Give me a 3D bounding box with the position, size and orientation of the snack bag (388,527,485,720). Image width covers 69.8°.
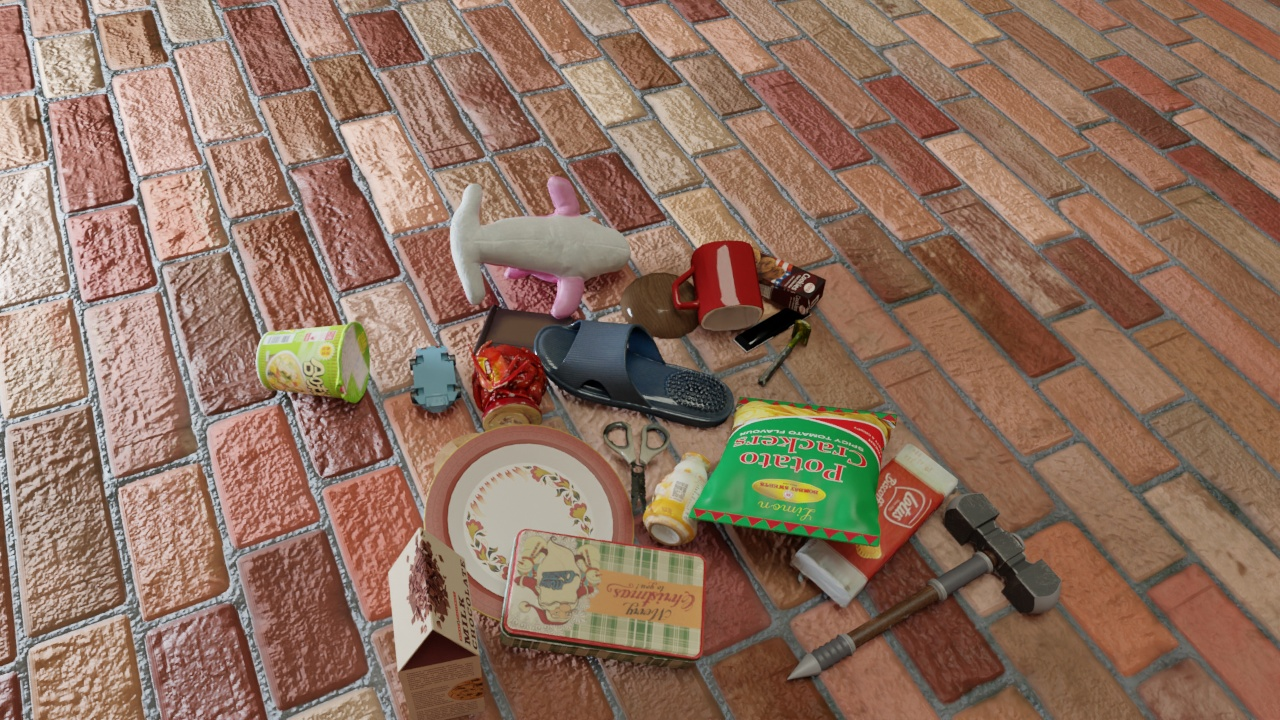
[{"bbox_3d":[-0.187,0.245,0.837,0.069,0.207,0.094,-8,51,-13],"label":"snack bag"}]

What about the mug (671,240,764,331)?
[{"bbox_3d":[0.099,-0.099,1.224,0.116,0.081,0.096,-3,67,-10],"label":"mug"}]

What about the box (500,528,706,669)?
[{"bbox_3d":[-0.036,0.243,0.938,0.205,0.050,0.117,12,58,-8],"label":"box"}]

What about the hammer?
[{"bbox_3d":[0.291,0.265,0.990,0.321,0.043,0.156,-23,56,-21],"label":"hammer"}]

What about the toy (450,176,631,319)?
[{"bbox_3d":[-0.140,-0.144,1.227,0.265,0.128,0.186,-1,86,-37],"label":"toy"}]

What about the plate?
[{"bbox_3d":[-0.120,0.177,1.001,0.229,0.021,0.229,8,58,-14],"label":"plate"}]

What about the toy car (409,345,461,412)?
[{"bbox_3d":[-0.254,0.026,1.132,0.060,0.028,0.107,-7,41,-12],"label":"toy car"}]

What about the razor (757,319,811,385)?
[{"bbox_3d":[0.188,-0.006,1.211,0.026,0.043,0.105,34,64,17],"label":"razor"}]

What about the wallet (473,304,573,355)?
[{"bbox_3d":[-0.152,-0.032,1.200,0.115,0.018,0.091,10,50,4],"label":"wallet"}]

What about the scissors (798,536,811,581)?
[{"bbox_3d":[0.206,0.185,1.063,0.172,0.021,0.170,25,49,9],"label":"scissors"}]

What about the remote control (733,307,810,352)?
[{"bbox_3d":[0.182,-0.048,1.255,0.124,0.012,0.028,-29,59,-27],"label":"remote control"}]

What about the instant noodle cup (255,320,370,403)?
[{"bbox_3d":[-0.392,0.001,1.099,0.108,0.099,0.098,1,49,4],"label":"instant noodle cup"}]

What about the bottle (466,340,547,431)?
[{"bbox_3d":[-0.160,0.026,1.093,0.099,0.099,0.111,-4,51,-10],"label":"bottle"}]

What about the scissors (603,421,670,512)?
[{"bbox_3d":[-0.014,0.119,1.063,0.133,0.013,0.169,19,35,22],"label":"scissors"}]

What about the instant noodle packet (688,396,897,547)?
[{"bbox_3d":[0.182,0.116,1.042,0.196,0.090,0.252,6,30,17],"label":"instant noodle packet"}]

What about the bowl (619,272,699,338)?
[{"bbox_3d":[0.031,-0.083,1.255,0.118,0.030,0.117,3,50,-4],"label":"bowl"}]

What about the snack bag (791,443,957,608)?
[{"bbox_3d":[0.271,0.182,1.042,0.224,0.041,0.077,-36,63,-30],"label":"snack bag"}]

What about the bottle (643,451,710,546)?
[{"bbox_3d":[0.046,0.154,1.036,0.063,0.063,0.108,20,49,10],"label":"bottle"}]

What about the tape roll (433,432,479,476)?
[{"bbox_3d":[-0.188,0.129,1.052,0.094,0.027,0.093,3,50,-4],"label":"tape roll"}]

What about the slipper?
[{"bbox_3d":[-0.007,0.007,1.133,0.263,0.083,0.101,19,52,3],"label":"slipper"}]

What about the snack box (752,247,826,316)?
[{"bbox_3d":[0.184,-0.116,1.289,0.141,0.032,0.050,28,50,24],"label":"snack box"}]
